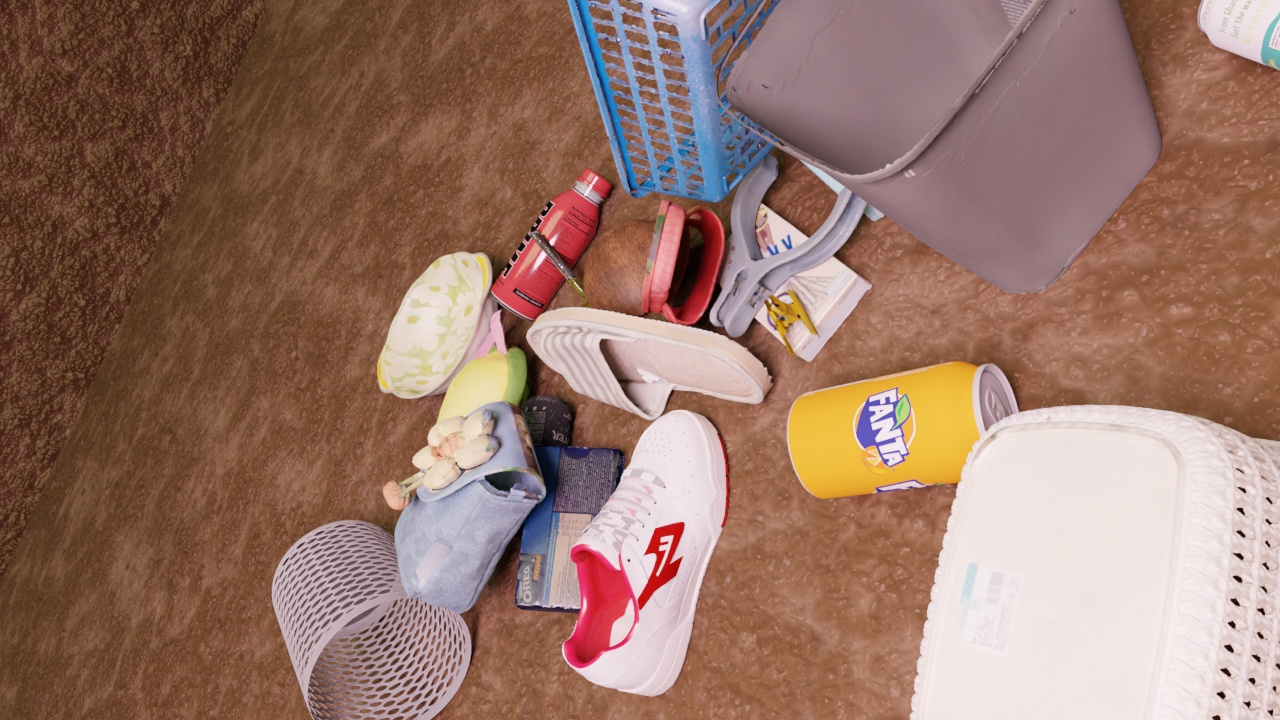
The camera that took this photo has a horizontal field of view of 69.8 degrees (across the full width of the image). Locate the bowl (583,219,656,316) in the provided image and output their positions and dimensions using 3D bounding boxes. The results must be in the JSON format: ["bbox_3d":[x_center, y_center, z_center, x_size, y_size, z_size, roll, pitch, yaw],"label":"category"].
[{"bbox_3d":[-0.016,-0.097,0.924,0.102,0.026,0.114,5,70,27],"label":"bowl"}]

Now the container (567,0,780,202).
[{"bbox_3d":[0.117,-0.300,0.708,0.089,0.257,0.361,37,75,25],"label":"container"}]

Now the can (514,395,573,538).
[{"bbox_3d":[-0.100,0.104,0.902,0.054,0.054,0.137,-15,60,40],"label":"can"}]

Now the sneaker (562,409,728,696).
[{"bbox_3d":[-0.004,0.144,0.745,0.090,0.104,0.236,1,70,46],"label":"sneaker"}]

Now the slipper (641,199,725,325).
[{"bbox_3d":[0.039,-0.082,0.781,0.248,0.059,0.103,-45,-31,-84],"label":"slipper"}]

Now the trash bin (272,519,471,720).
[{"bbox_3d":[-0.281,0.263,0.929,0.183,0.156,0.156,30,91,52],"label":"trash bin"}]

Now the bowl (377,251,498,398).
[{"bbox_3d":[-0.229,-0.034,1.106,0.220,0.060,0.188,-41,45,24],"label":"bowl"}]

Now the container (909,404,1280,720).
[{"bbox_3d":[0.243,0.139,0.466,0.185,0.143,0.251,-5,65,60],"label":"container"}]

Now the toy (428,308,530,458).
[{"bbox_3d":[-0.169,0.063,0.970,0.191,0.087,0.237,-19,57,52],"label":"toy"}]

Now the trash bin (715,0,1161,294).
[{"bbox_3d":[0.210,-0.170,0.606,0.198,0.220,0.197,-53,42,10],"label":"trash bin"}]

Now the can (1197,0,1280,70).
[{"bbox_3d":[0.399,-0.205,0.558,0.055,0.055,0.101,-50,42,14],"label":"can"}]

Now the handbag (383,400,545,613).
[{"bbox_3d":[-0.168,0.128,0.828,0.192,0.118,0.121,-53,33,21],"label":"handbag"}]

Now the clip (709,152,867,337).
[{"bbox_3d":[0.130,-0.099,0.753,0.165,0.030,0.172,2,73,49],"label":"clip"}]

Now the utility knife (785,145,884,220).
[{"bbox_3d":[0.170,-0.161,0.803,0.022,0.015,0.147,-46,47,16],"label":"utility knife"}]

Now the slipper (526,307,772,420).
[{"bbox_3d":[-0.005,0.005,0.824,0.273,0.114,0.053,5,52,44],"label":"slipper"}]

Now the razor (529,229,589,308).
[{"bbox_3d":[-0.081,-0.097,0.974,0.043,0.026,0.106,-43,83,24],"label":"razor"}]

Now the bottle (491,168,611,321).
[{"bbox_3d":[-0.094,-0.131,1.017,0.177,0.062,0.062,-55,41,8],"label":"bottle"}]

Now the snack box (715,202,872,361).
[{"bbox_3d":[0.122,-0.072,0.791,0.082,0.026,0.150,-53,42,12],"label":"snack box"}]

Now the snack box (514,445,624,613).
[{"bbox_3d":[-0.064,0.152,0.832,0.082,0.027,0.150,2,66,11],"label":"snack box"}]

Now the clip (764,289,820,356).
[{"bbox_3d":[0.117,-0.035,0.730,0.046,0.048,0.054,92,164,-48],"label":"clip"}]

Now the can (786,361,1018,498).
[{"bbox_3d":[0.177,0.049,0.630,0.143,0.079,0.079,-15,59,40],"label":"can"}]
